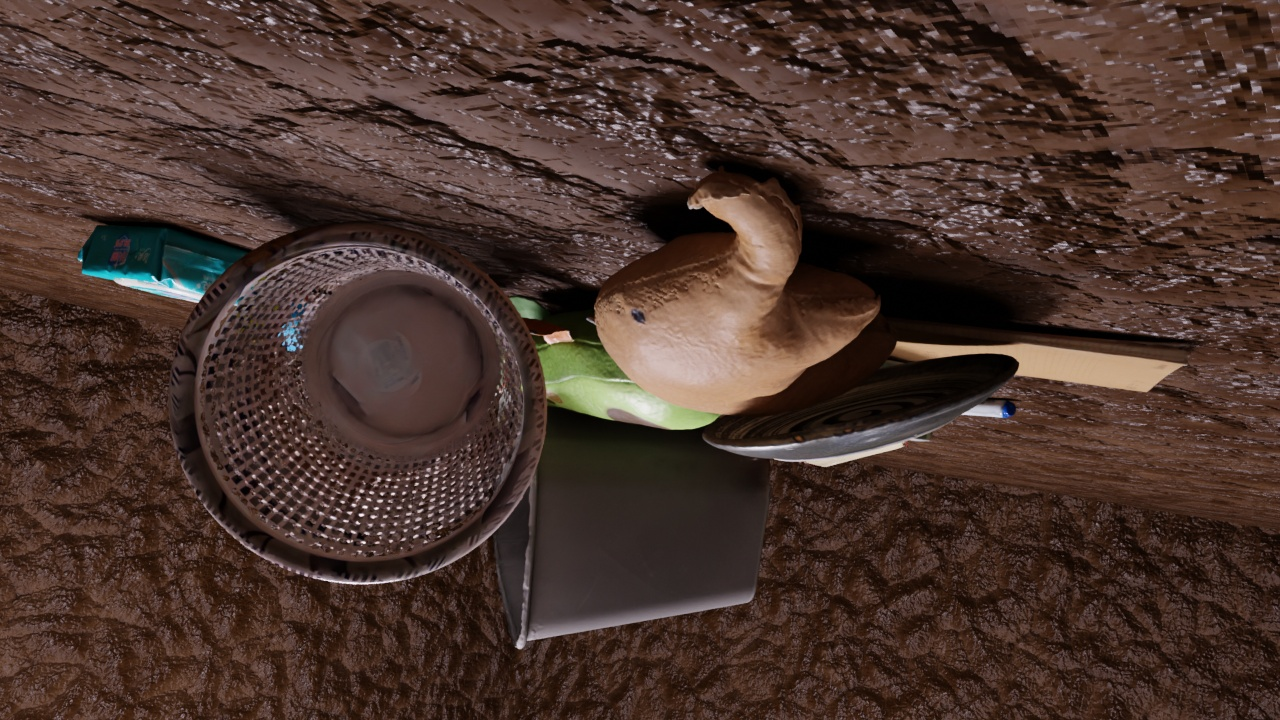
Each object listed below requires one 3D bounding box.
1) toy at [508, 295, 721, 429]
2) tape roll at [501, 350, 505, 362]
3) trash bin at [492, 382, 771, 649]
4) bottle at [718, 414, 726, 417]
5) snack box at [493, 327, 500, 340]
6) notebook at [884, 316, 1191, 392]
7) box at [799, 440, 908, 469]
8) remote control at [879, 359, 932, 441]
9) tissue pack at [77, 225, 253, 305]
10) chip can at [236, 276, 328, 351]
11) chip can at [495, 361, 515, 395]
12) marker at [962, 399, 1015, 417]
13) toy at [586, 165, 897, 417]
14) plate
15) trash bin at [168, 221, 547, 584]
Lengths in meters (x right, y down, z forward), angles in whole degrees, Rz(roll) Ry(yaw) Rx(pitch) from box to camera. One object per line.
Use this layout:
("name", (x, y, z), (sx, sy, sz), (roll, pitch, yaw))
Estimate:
("toy", (-0.004, 0.004, 0.697), (0.247, 0.089, 0.227), (0, 159, 41))
("tape roll", (-0.103, 0.003, 0.960), (0.086, 0.014, 0.086), (11, 175, 1))
("trash bin", (-0.016, 0.131, 0.839), (0.219, 0.199, 0.198), (1, -163, -17))
("bottle", (0.081, 0.018, 0.804), (0.109, 0.063, 0.063), (-11, 163, 33))
("snack box", (-0.084, -0.017, 0.932), (0.156, 0.026, 0.086), (10, 174, 5))
("notebook", (0.216, -0.006, 0.584), (0.212, 0.012, 0.149), (8, 175, 23))
("box", (0.179, 0.056, 0.772), (0.091, 0.080, 0.168), (-18, 167, 14))
("remote control", (0.157, 0.025, 0.652), (0.135, 0.056, 0.019), (10, 172, -30))
("tissue pack", (-0.405, -0.081, 0.788), (0.134, 0.050, 0.093), (7, 174, 32))
("chip can", (-0.335, -0.033, 1.020), (0.071, 0.071, 0.210), (7, 173, 35))
("chip can", (-0.183, 0.012, 1.038), (0.071, 0.071, 0.214), (11, -178, -1))
("marker", (0.294, 0.043, 0.876), (0.017, 0.017, 0.146), (14, 174, -27))
("toy", (0.043, -0.022, 0.443), (0.144, 0.082, 0.226), (-13, 164, 17))
("plate", (0.123, 0.030, 0.521), (0.179, 0.024, 0.179), (-15, -177, 1))
("trash bin", (-0.181, 0.016, 0.650), (0.227, 0.227, 0.192), (12, -172, -8))
